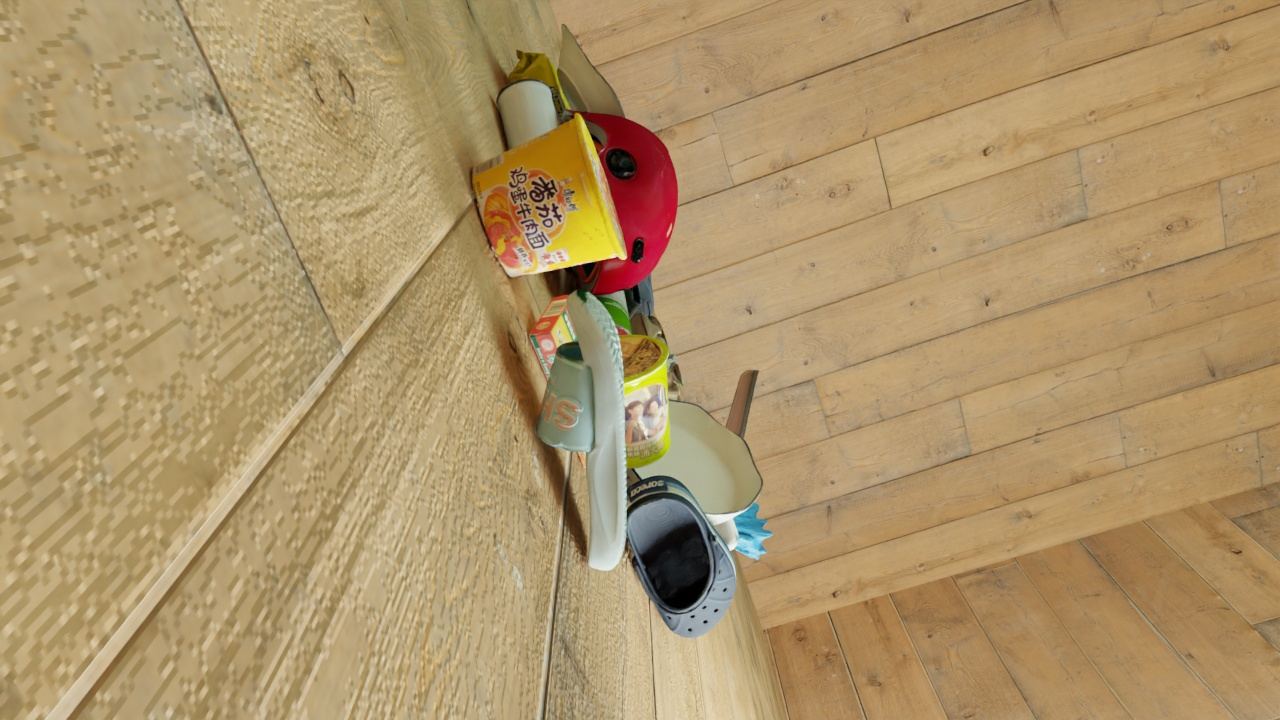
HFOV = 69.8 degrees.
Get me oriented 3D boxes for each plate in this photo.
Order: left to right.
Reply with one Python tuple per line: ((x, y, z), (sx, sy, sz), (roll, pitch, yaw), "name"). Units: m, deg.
((-0.068, -0.341, 1.207), (0.163, 0.034, 0.164), (57, -6, 17), "plate")
((0.051, 0.125, 1.136), (0.204, 0.204, 0.046), (-101, -147, -52), "plate")

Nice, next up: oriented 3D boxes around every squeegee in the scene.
((0.065, 0.134, 1.405), (0.250, 0.040, 0.247), (-8, -114, 59), "squeegee")

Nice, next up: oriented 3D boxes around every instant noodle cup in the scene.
((-0.084, -0.142, 0.842), (0.138, 0.110, 0.138), (-17, 89, -85), "instant noodle cup")
((-0.015, 0.051, 1.023), (0.111, 0.112, 0.123), (-98, 178, -62), "instant noodle cup")

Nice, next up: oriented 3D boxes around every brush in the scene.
((0.057, 0.130, 1.225), (0.109, 0.061, 0.314), (12, 35, -43), "brush")

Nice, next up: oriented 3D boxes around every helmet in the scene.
((-0.023, -0.189, 1.126), (0.207, 0.143, 0.239), (116, -38, -54), "helmet")

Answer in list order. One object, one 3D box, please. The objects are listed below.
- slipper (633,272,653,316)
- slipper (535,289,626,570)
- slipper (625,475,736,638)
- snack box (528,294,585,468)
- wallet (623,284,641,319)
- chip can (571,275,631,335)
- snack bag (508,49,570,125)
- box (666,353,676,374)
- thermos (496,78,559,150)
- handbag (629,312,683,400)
((-0.028, -0.104, 1.388), (0.268, 0.111, 0.083), (71, 7, -60), "slipper")
((-0.049, 0.060, 0.771), (0.104, 0.074, 0.245), (-94, -179, -75), "slipper")
((0.050, 0.234, 1.034), (0.095, 0.105, 0.253), (-100, 171, -53), "slipper")
((-0.061, 0.021, 0.903), (0.076, 0.027, 0.156), (-67, 142, -56), "snack box")
((-0.038, -0.069, 1.280), (0.019, 0.097, 0.120), (32, 21, -20), "wallet")
((-0.052, -0.073, 1.189), (0.235, 0.072, 0.072), (-100, 171, -58), "chip can")
((-0.118, -0.304, 1.300), (0.158, 0.068, 0.246), (-68, 139, -85), "snack bag")
((-0.006, 0.007, 1.209), (0.162, 0.087, 0.075), (-16, 88, -72), "box")
((-0.111, -0.214, 1.060), (0.073, 0.073, 0.224), (60, 14, -69), "thermos")
((0.011, 0.027, 1.381), (0.147, 0.100, 0.204), (-97, 174, -78), "handbag")
